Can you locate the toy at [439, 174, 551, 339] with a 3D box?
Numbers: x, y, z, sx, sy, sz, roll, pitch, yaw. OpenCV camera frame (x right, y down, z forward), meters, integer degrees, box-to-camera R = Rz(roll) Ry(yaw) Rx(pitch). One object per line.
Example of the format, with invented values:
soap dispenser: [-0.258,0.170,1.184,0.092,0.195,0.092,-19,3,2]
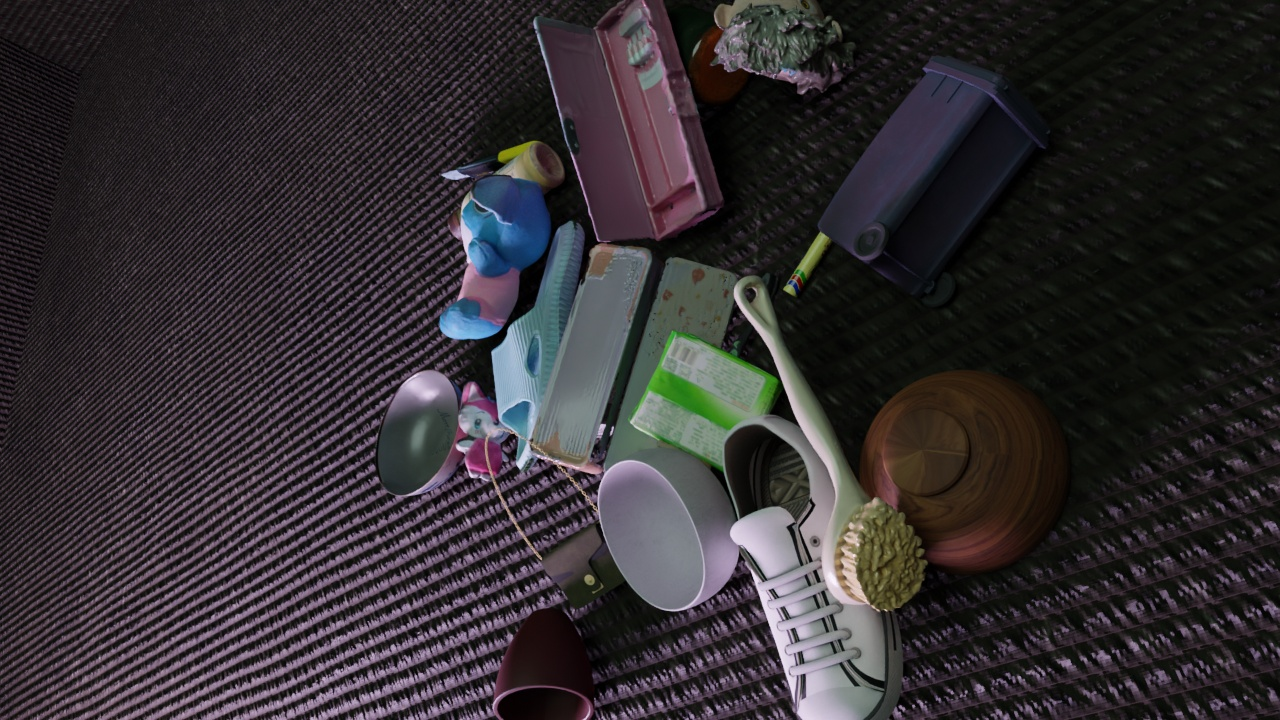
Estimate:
toy: [-0.159,-0.111,0.983,0.224,0.099,0.191,170,122,-83]

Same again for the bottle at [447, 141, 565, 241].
bottle: [-0.165,-0.197,1.100,0.162,0.056,0.056,-28,56,32]

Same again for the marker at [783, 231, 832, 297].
marker: [0.165,-0.114,0.791,0.014,0.014,0.132,40,101,44]

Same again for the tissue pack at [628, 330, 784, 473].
tissue pack: [0.055,0.038,0.788,0.114,0.034,0.099,27,92,14]

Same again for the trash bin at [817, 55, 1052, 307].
trash bin: [0.223,-0.138,0.694,0.161,0.093,0.092,-55,36,13]

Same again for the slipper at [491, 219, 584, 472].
slipper: [-0.109,-0.024,0.948,0.116,0.069,0.275,141,140,-63]

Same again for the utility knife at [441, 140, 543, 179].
utility knife: [-0.189,-0.249,1.163,0.198,0.028,0.020,-3,67,41]

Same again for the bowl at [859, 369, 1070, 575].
bowl: [0.209,0.070,0.635,0.148,0.068,0.147,-18,61,37]

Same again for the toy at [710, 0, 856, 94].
toy: [0.132,-0.314,0.848,0.076,0.132,0.175,113,163,-46]

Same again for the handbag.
handbag: [-0.083,0.138,0.835,0.084,0.027,0.178,-37,88,26]

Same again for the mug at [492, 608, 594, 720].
mug: [-0.087,0.279,0.827,0.088,0.087,0.114,-92,16,-47]

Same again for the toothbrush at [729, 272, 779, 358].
toothbrush: [0.077,0.005,0.812,0.014,0.017,0.188,23,84,46]

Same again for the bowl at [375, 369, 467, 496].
bowl: [-0.236,0.088,1.047,0.151,0.056,0.150,-18,62,36]

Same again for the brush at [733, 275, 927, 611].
brush: [0.124,0.048,0.655,0.078,0.062,0.272,-51,49,46]

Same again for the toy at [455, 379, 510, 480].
toy: [-0.160,0.074,0.977,0.050,0.065,0.102,-20,59,37]

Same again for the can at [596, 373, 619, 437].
can: [-0.044,0.020,0.907,0.044,0.044,0.106,-21,60,35]

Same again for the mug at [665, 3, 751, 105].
mug: [0.053,-0.293,0.921,0.081,0.085,0.111,40,103,43]

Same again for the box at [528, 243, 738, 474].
box: [-0.005,0.005,0.847,0.157,0.063,0.216,16,81,10]

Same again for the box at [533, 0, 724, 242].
box: [-0.017,-0.233,0.873,0.099,0.114,0.232,-20,84,53]

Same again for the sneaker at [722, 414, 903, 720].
sneaker: [0.113,0.146,0.672,0.091,0.097,0.245,-28,55,31]

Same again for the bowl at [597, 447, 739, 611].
bowl: [0.030,0.134,0.759,0.132,0.064,0.132,24,123,44]
